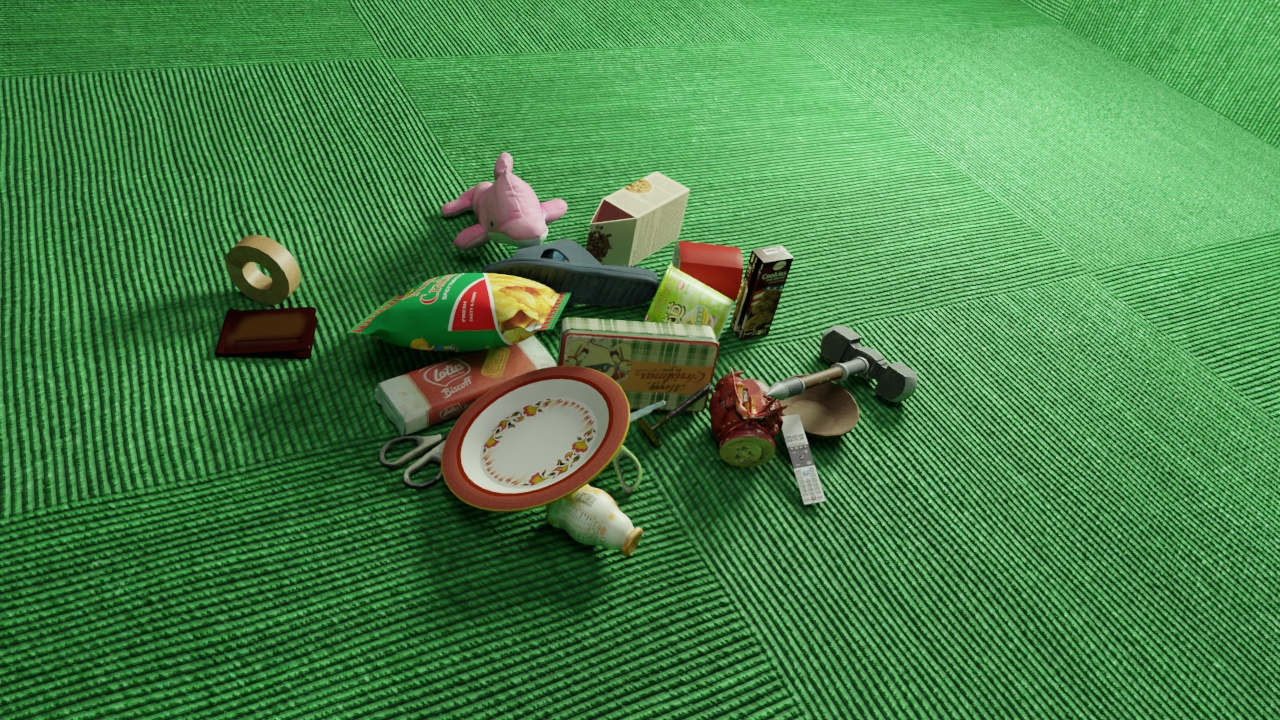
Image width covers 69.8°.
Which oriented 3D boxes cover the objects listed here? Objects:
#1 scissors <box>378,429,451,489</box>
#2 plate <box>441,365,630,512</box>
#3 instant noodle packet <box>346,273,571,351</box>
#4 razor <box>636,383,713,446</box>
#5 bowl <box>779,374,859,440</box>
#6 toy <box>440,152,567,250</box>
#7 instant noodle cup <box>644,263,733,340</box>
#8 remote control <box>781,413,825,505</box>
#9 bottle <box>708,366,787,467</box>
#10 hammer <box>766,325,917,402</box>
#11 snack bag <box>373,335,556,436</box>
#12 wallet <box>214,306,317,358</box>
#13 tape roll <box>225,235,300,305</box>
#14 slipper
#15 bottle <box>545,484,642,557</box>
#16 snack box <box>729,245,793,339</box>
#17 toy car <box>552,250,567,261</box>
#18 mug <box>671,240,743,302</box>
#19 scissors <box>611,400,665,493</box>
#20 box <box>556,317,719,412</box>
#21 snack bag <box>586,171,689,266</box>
[{"bbox_3d":[-0.229,0.103,1.105,0.169,0.013,0.132,-6,46,-23],"label":"scissors"},{"bbox_3d":[-0.120,0.091,1.071,0.230,0.021,0.229,-12,39,10],"label":"plate"},{"bbox_3d":[-0.228,-0.064,1.203,0.253,0.090,0.195,-1,17,3],"label":"instant noodle packet"},{"bbox_3d":[0.049,0.064,1.176,0.105,0.026,0.042,-36,53,-9],"label":"razor"},{"bbox_3d":[0.235,0.069,1.241,0.118,0.030,0.117,6,41,-6],"label":"bowl"},{"bbox_3d":[-0.209,-0.248,1.395,0.186,0.128,0.265,-20,28,-19],"label":"toy"},{"bbox_3d":[0.072,-0.075,1.325,0.108,0.099,0.098,23,41,1],"label":"instant noodle cup"},{"bbox_3d":[0.203,0.125,1.160,0.028,0.012,0.124,-9,59,-5],"label":"remote control"},{"bbox_3d":[0.135,0.067,1.164,0.099,0.099,0.111,8,50,-5],"label":"bottle"},{"bbox_3d":[0.246,0.021,1.213,0.156,0.043,0.321,38,28,27],"label":"hammer"},{"bbox_3d":[-0.219,0.026,1.174,0.224,0.041,0.077,-20,52,-33],"label":"snack bag"},{"bbox_3d":[-0.488,-0.038,1.200,0.115,0.018,0.091,0,43,-11],"label":"wallet"},{"bbox_3d":[-0.505,-0.120,1.229,0.094,0.094,0.027,17,41,6],"label":"tape roll"},{"bbox_3d":[-0.102,-0.134,1.328,0.263,0.101,0.082,2,59,-18],"label":"slipper"},{"bbox_3d":[-0.051,0.177,1.024,0.108,0.063,0.063,29,44,18],"label":"bottle"},{"bbox_3d":[0.174,-0.097,1.330,0.051,0.141,0.031,-12,46,-25],"label":"snack box"},{"bbox_3d":[-0.135,-0.151,1.404,0.060,0.028,0.107,19,41,8],"label":"toy car"},{"bbox_3d":[0.099,-0.145,1.415,0.096,0.081,0.116,5,34,-7],"label":"mug"},{"bbox_3d":[-0.048,0.085,1.121,0.172,0.021,0.171,-25,70,2],"label":"scissors"},{"bbox_3d":[-0.007,0.007,1.187,0.205,0.118,0.050,4,34,-12],"label":"box"},{"bbox_3d":[-0.018,-0.211,1.449,0.070,0.095,0.205,33,45,23],"label":"snack bag"}]
